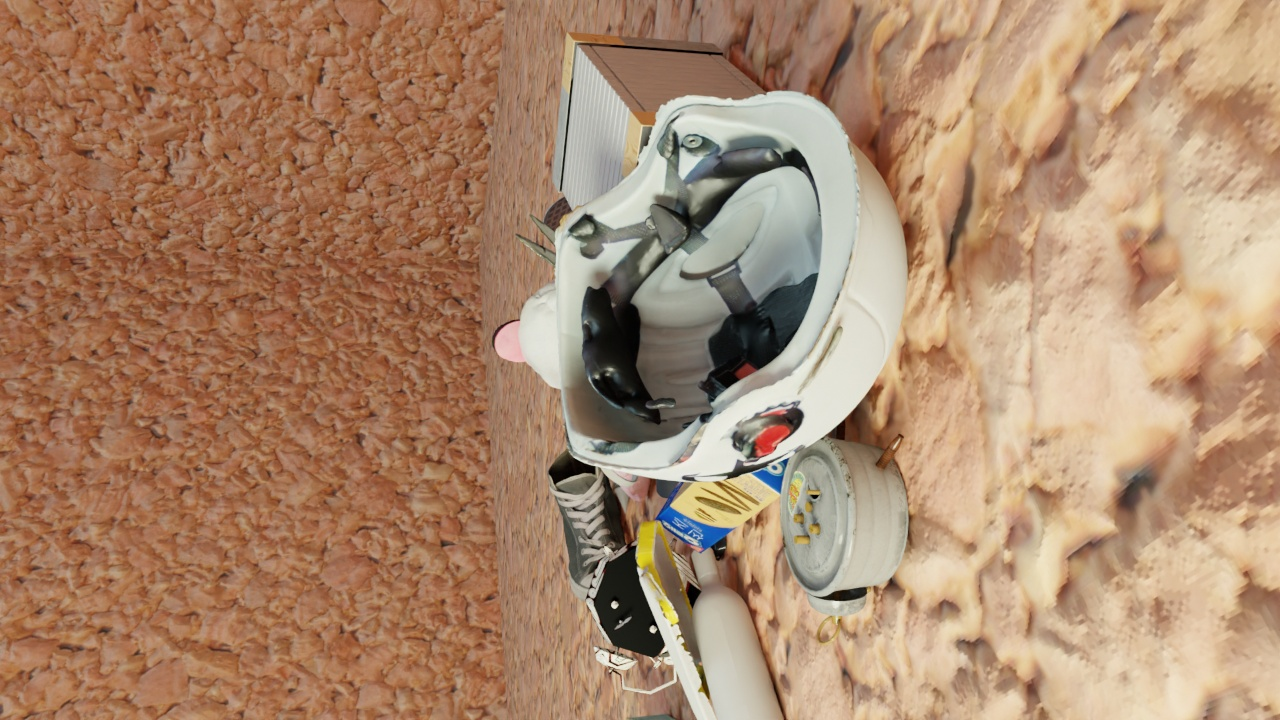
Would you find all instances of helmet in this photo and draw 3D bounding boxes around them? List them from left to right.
[{"bbox_3d":[0.069,-0.035,0.594,0.265,0.163,0.236,-37,50,36],"label":"helmet"}]

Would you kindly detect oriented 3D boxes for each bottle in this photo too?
[{"bbox_3d":[0.076,0.247,0.795,0.195,0.052,0.053,-106,22,-47],"label":"bottle"}]

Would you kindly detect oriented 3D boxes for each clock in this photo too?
[{"bbox_3d":[0.007,0.264,0.940,0.065,0.114,0.154,152,114,-74],"label":"clock"},{"bbox_3d":[0.127,0.113,0.598,0.104,0.056,0.148,-156,69,-74],"label":"clock"}]

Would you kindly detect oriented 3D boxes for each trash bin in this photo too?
[{"bbox_3d":[0.024,-0.172,0.789,0.246,0.142,0.143,-117,30,-52],"label":"trash bin"}]

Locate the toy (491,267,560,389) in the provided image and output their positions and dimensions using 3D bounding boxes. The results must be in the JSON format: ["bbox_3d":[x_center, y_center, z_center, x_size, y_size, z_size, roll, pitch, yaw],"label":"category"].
[{"bbox_3d":[-0.030,-0.007,0.882,0.142,0.213,0.084,-53,-15,12],"label":"toy"}]

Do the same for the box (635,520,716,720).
[{"bbox_3d":[0.039,0.254,0.832,0.129,0.039,0.210,-107,-1,-59],"label":"box"}]

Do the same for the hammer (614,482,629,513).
[{"bbox_3d":[-0.041,0.052,1.280,0.156,0.043,0.321,123,142,-64],"label":"hammer"}]

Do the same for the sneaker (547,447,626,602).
[{"bbox_3d":[-0.065,0.216,1.211,0.234,0.095,0.120,-100,-6,-61],"label":"sneaker"}]

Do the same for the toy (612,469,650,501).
[{"bbox_3d":[-0.015,0.116,1.132,0.093,0.050,0.102,62,-161,-60],"label":"toy"}]

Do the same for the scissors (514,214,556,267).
[{"bbox_3d":[-0.016,-0.039,0.793,0.016,0.225,0.161,-37,35,45],"label":"scissors"}]

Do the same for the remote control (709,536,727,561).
[{"bbox_3d":[0.063,0.134,0.921,0.032,0.015,0.136,107,158,-48],"label":"remote control"}]

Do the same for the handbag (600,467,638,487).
[{"bbox_3d":[-0.006,0.006,1.043,0.222,0.095,0.216,-98,20,-47],"label":"handbag"}]

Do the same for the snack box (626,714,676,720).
[{"bbox_3d":[0.028,0.429,0.976,0.175,0.053,0.075,136,133,-72],"label":"snack box"}]

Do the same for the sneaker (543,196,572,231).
[{"bbox_3d":[0.009,-0.103,0.942,0.241,0.083,0.098,24,161,39],"label":"sneaker"}]

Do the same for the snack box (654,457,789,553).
[{"bbox_3d":[0.070,0.107,0.772,0.057,0.056,0.207,-55,-2,-28],"label":"snack box"}]

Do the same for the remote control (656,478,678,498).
[{"bbox_3d":[0.038,0.138,1.025,0.124,0.009,0.046,-170,80,-75],"label":"remote control"}]
